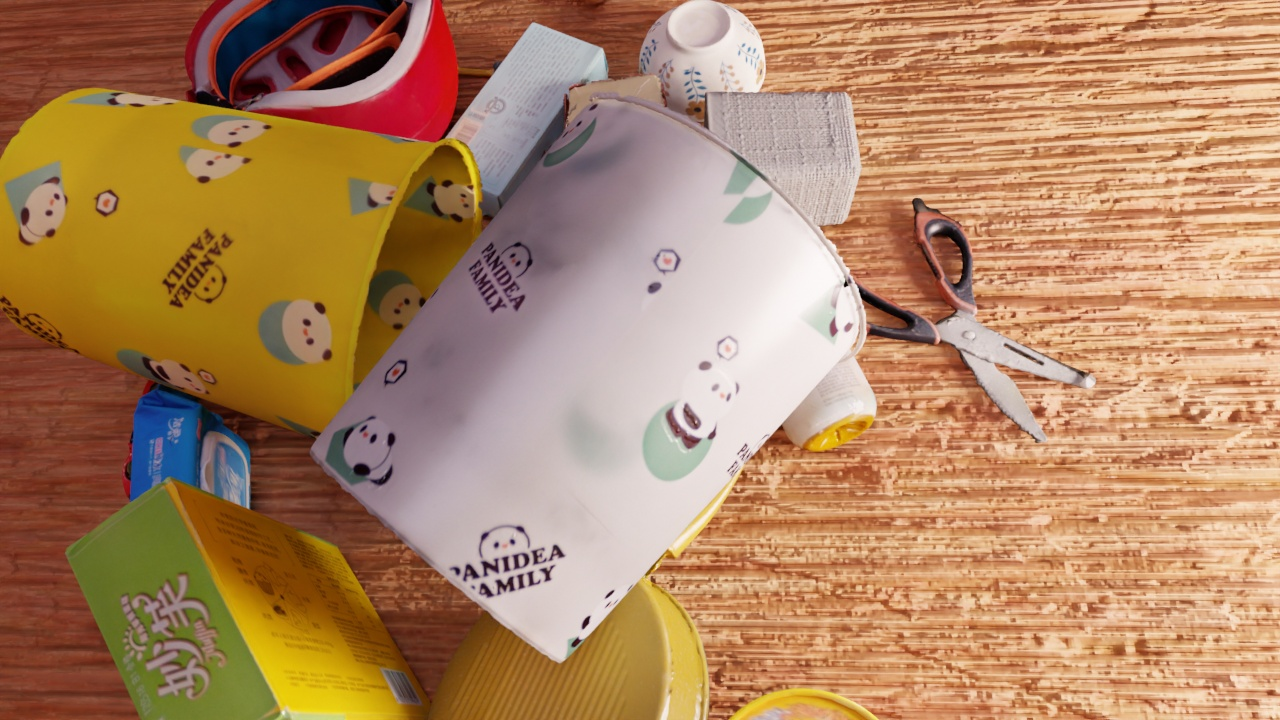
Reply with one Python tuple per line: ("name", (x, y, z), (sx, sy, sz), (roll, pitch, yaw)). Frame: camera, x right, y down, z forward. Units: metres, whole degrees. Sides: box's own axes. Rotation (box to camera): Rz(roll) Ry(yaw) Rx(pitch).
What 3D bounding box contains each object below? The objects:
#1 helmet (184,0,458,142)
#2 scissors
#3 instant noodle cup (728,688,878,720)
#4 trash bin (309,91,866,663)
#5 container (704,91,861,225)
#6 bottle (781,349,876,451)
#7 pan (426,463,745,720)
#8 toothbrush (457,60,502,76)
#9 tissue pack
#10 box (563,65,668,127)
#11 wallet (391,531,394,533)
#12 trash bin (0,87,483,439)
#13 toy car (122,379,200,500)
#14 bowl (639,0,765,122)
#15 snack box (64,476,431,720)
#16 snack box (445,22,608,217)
("helmet", (-0.259, -0.231, 0.779), (0.240, 0.144, 0.206), (33, 69, 34))
("scissors", (0.232, -0.034, 0.699), (0.189, 0.015, 0.226), (-6, 65, 4))
("instant noodle cup", (0.094, 0.257, 0.532), (0.118, 0.114, 0.118), (-3, 65, 5))
("trash bin", (-0.035, 0.017, 0.538), (0.229, 0.230, 0.251), (35, 76, 19))
("container", (0.109, -0.157, 0.730), (0.114, 0.090, 0.090), (-2, 66, 2))
("bottle", (0.107, -0.026, 0.681), (0.068, 0.068, 0.189), (-21, 66, -3))
("pan", (-0.007, 0.160, 0.594), (0.198, 0.078, 0.356), (2, 56, 45))
("toothbrush", (-0.199, -0.275, 0.855), (0.191, 0.018, 0.016), (8, 65, 10))
("tissue pack", (-0.322, 0.094, 0.666), (0.052, 0.095, 0.157), (-13, 63, -1))
("box", (-0.013, -0.155, 0.728), (0.091, 0.080, 0.168), (-7, 54, 4))
("wallet", (-0.113, 0.080, 0.676), (0.108, 0.031, 0.131), (11, 69, 22))
("trash bin", (-0.267, -0.069, 0.637), (0.255, 0.230, 0.229), (15, 68, 4))
("toy car", (-0.373, 0.063, 0.709), (0.031, 0.049, 0.106), (-2, 66, 8))
("bowl", (0.052, -0.271, 0.801), (0.113, 0.062, 0.113), (-2, 67, 6))
("snack box", (-0.221, 0.172, 0.554), (0.070, 0.210, 0.157), (-37, 67, -6))
("snack box", (-0.102, -0.206, 0.795), (0.074, 0.052, 0.174), (26, 73, 15))
